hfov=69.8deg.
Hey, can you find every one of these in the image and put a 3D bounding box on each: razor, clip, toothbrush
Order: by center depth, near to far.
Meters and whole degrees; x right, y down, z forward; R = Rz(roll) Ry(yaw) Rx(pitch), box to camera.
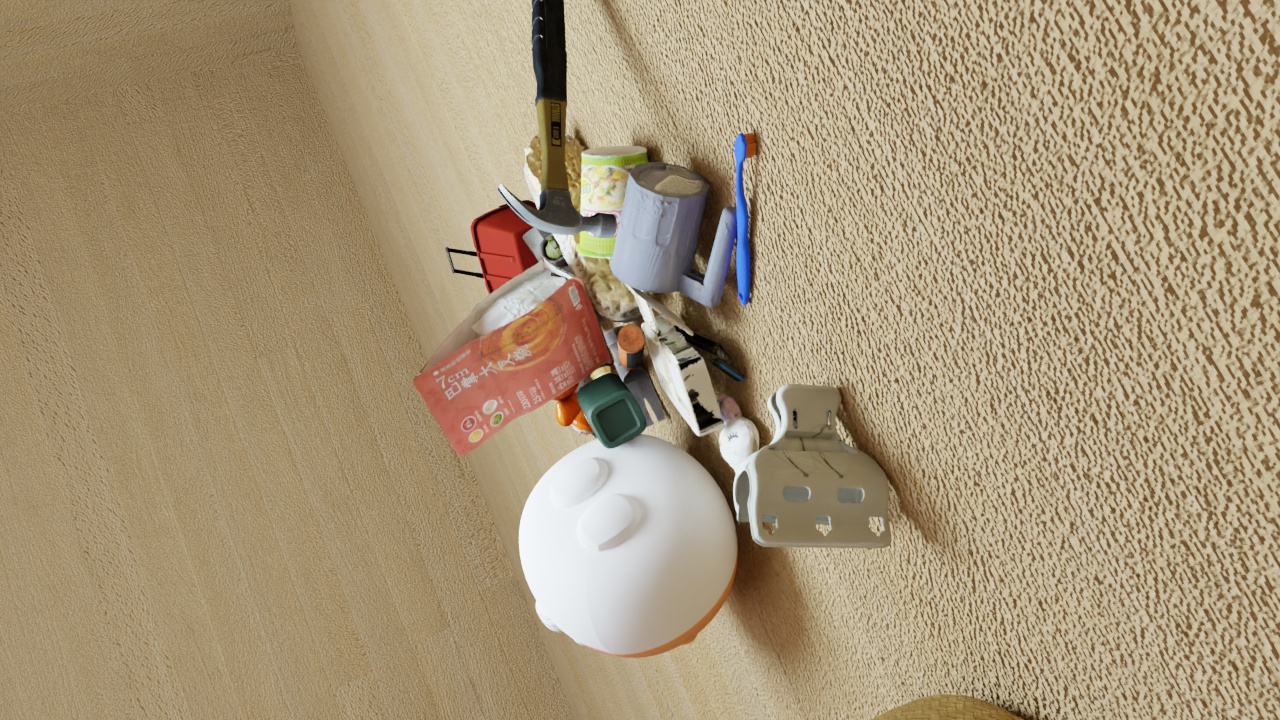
[{"bbox_3d":[0.142,0.097,0.800,0.096,0.126,0.152,115,155,-53],"label":"clip"},{"bbox_3d":[0.097,-0.125,0.842,0.016,0.018,0.183,49,154,44],"label":"toothbrush"},{"bbox_3d":[0.070,-0.016,1.009,0.042,0.022,0.144,34,-177,-30],"label":"razor"}]

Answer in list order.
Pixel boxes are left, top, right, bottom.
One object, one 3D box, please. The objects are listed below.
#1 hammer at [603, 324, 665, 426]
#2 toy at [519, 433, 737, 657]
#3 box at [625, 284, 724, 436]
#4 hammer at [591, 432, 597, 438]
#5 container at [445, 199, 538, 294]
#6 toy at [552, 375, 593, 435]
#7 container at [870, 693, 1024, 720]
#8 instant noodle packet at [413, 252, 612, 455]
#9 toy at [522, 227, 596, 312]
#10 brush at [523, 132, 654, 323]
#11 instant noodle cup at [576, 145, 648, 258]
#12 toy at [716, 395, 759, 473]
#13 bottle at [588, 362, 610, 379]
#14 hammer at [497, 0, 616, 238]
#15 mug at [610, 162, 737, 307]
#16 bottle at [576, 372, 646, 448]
[{"bbox_3d":[-0.006,0.006,1.080,0.314,0.035,0.137,97,148,-84],"label":"hammer"},{"bbox_3d":[-0.012,0.235,1.121,0.263,0.265,0.281,46,168,43],"label":"toy"},{"bbox_3d":[0.025,-0.019,0.991,0.143,0.050,0.184,-128,16,-63],"label":"box"},{"bbox_3d":[-0.063,0.115,1.465,0.319,0.032,0.130,40,145,55],"label":"hammer"},{"bbox_3d":[-0.193,-0.161,1.386,0.201,0.126,0.148,19,128,52],"label":"container"},{"bbox_3d":[-0.128,0.026,1.369,0.163,0.093,0.172,65,-168,27],"label":"toy"},{"bbox_3d":[0.251,0.417,0.708,0.307,0.196,0.308,54,157,35],"label":"container"},{"bbox_3d":[-0.152,0.005,1.085,0.084,0.220,0.164,36,158,33],"label":"instant noodle packet"},{"bbox_3d":[-0.097,-0.130,1.235,0.152,0.078,0.179,64,-174,2],"label":"toy"},{"bbox_3d":[-0.065,-0.164,1.115,0.271,0.083,0.057,62,159,20],"label":"brush"},{"bbox_3d":[-0.025,-0.175,1.001,0.099,0.098,0.108,35,134,57],"label":"instant noodle cup"},{"bbox_3d":[0.108,0.094,0.989,0.079,0.038,0.122,105,145,-74],"label":"toy"},{"bbox_3d":[-0.064,0.007,1.334,0.184,0.045,0.045,62,159,19],"label":"bottle"},{"bbox_3d":[-0.092,-0.287,0.940,0.025,0.117,0.332,150,119,-64],"label":"hammer"},{"bbox_3d":[0.035,-0.122,0.898,0.124,0.083,0.104,30,129,24],"label":"mug"},{"bbox_3d":[-0.040,0.054,1.116,0.061,0.061,0.131,63,175,-18],"label":"bottle"}]
